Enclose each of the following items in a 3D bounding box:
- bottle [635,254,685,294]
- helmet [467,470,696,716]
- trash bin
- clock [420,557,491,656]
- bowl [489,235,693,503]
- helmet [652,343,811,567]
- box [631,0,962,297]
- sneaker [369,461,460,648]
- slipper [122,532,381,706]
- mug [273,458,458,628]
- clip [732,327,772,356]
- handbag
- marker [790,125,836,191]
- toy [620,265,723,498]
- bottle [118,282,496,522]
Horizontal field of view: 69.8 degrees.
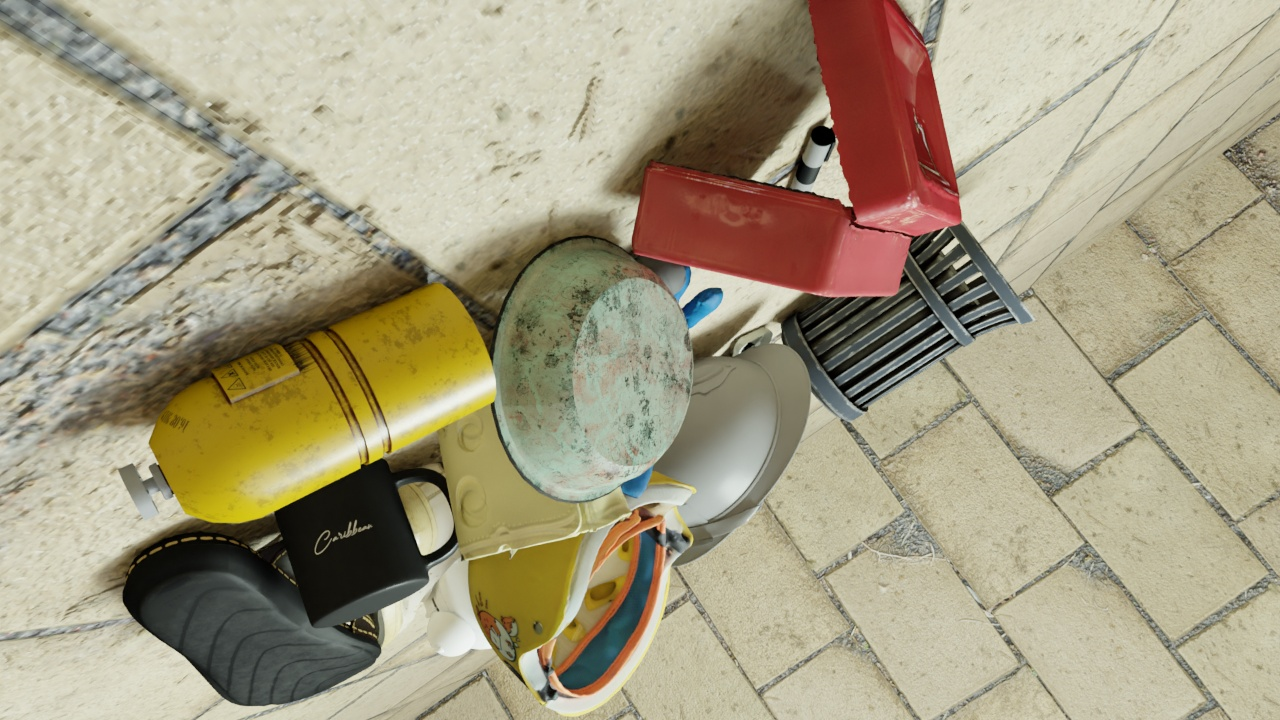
[{"bbox_3d":[-0.022,-0.036,0.603,0.110,0.036,0.036,-33,166,-6],"label":"bottle"},{"bbox_3d":[-0.064,0.180,0.794,0.208,0.140,0.240,-40,147,-38],"label":"helmet"},{"bbox_3d":[0.283,-0.048,1.014,0.228,0.164,0.164,-36,166,21],"label":"trash bin"},{"bbox_3d":[-0.168,0.241,0.992,0.160,0.125,0.073,-12,153,-45],"label":"clock"},{"bbox_3d":[-0.017,0.006,0.532,0.039,0.157,0.157,3,-166,39],"label":"bowl"},{"bbox_3d":[0.040,0.078,0.923,0.117,0.183,0.271,28,107,-35],"label":"helmet"},{"bbox_3d":[0.090,-0.100,0.530,0.169,0.154,0.156,-18,174,27],"label":"box"},{"bbox_3d":[-0.193,0.153,0.760,0.102,0.089,0.242,-34,165,-42],"label":"sneaker"},{"bbox_3d":[-0.269,0.178,0.657,0.113,0.075,0.268,-27,146,-7],"label":"slipper"},{"bbox_3d":[-0.175,0.114,0.609,0.113,0.088,0.078,-20,164,-15],"label":"mug"},{"bbox_3d":[0.107,0.024,1.056,0.124,0.072,0.143,-26,171,-38],"label":"clip"},{"bbox_3d":[-0.075,0.065,0.596,0.111,0.119,0.081,-17,174,18],"label":"handbag"},{"bbox_3d":[0.117,-0.125,0.670,0.016,0.016,0.141,-32,165,-12],"label":"marker"},{"bbox_3d":[-0.004,0.004,0.704,0.176,0.113,0.071,-59,-176,10],"label":"toy"},{"bbox_3d":[-0.158,0.024,0.437,0.163,0.071,0.071,-27,164,-26],"label":"bottle"}]
